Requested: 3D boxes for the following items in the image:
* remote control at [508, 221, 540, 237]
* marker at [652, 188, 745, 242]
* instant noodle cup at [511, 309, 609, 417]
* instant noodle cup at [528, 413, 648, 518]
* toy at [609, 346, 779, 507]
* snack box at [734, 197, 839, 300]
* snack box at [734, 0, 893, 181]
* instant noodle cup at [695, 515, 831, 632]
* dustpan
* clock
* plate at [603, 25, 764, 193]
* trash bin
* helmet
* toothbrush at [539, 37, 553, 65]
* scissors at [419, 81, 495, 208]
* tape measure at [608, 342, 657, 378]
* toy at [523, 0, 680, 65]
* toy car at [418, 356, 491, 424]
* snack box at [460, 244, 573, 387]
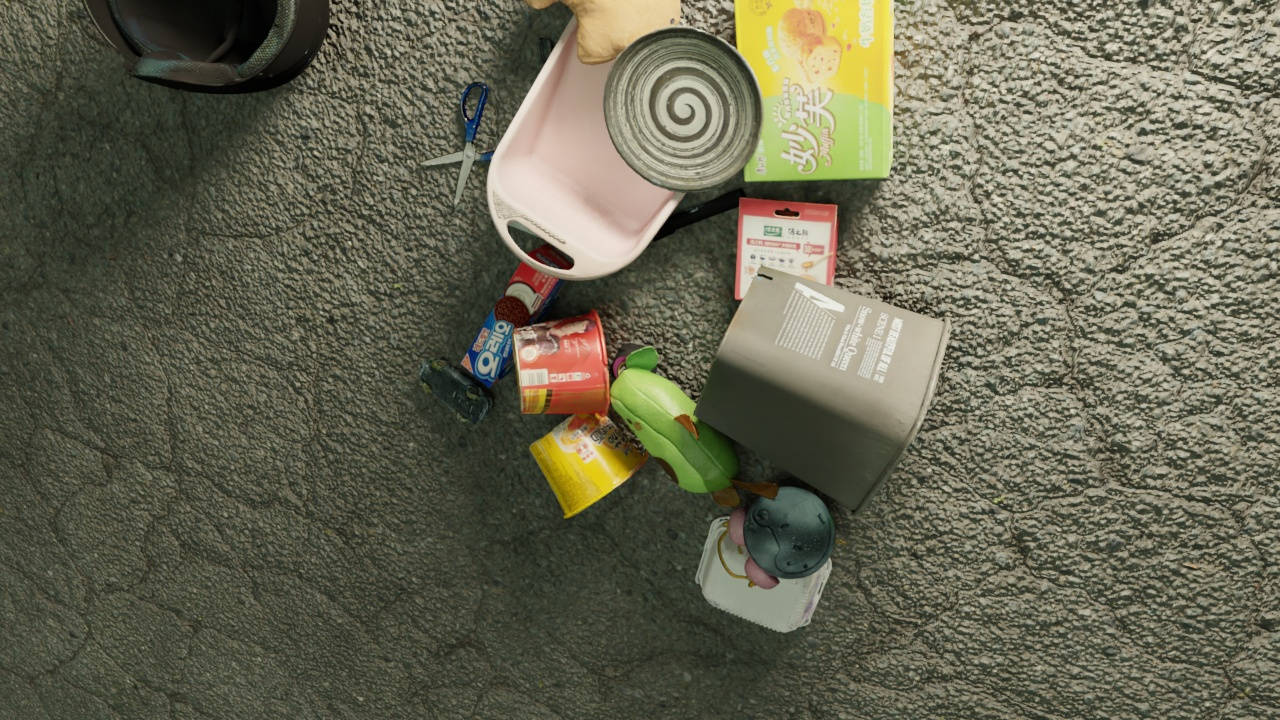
[{"bbox_3d":[-0.120,-0.183,1.168,0.136,0.020,0.056,22,120,9],"label":"remote control"},{"bbox_3d":[0.066,-0.174,1.104,0.132,0.020,0.022,-18,114,27],"label":"marker"},{"bbox_3d":[-0.103,0.007,1.162,0.108,0.138,0.138,-6,115,-10],"label":"instant noodle cup"},{"bbox_3d":[-0.076,0.129,1.237,0.138,0.137,0.110,-36,89,29],"label":"instant noodle cup"},{"bbox_3d":[0.054,0.099,1.148,0.246,0.089,0.227,45,164,-1],"label":"toy"},{"bbox_3d":[0.171,-0.130,1.071,0.113,0.044,0.127,9,117,17],"label":"snack box"},{"bbox_3d":[0.187,-0.299,0.973,0.158,0.069,0.210,2,114,19],"label":"snack box"},{"bbox_3d":[0.163,0.304,1.266,0.173,0.060,0.138,18,118,10],"label":"instant noodle cup"},{"bbox_3d":[-0.044,-0.232,1.040,0.222,0.138,0.274,31,119,1],"label":"dustpan"},{"bbox_3d":[0.176,0.231,1.194,0.158,0.060,0.117,-25,78,5],"label":"clock"},{"bbox_3d":[0.046,-0.268,0.988,0.179,0.024,0.180,9,122,15],"label":"plate"},{"bbox_3d":[0.196,0.020,1.024,0.220,0.198,0.199,25,140,7],"label":"trash bin"},{"bbox_3d":[-0.505,-0.432,1.076,0.275,0.229,0.234,18,104,10],"label":"helmet"},{"bbox_3d":[-0.090,-0.295,1.109,0.017,0.014,0.189,-5,113,28],"label":"toothbrush"},{"bbox_3d":[-0.208,-0.269,1.166,0.162,0.012,0.176,16,119,13],"label":"scissors"},{"bbox_3d":[-0.007,0.007,1.204,0.058,0.039,0.057,31,120,10],"label":"tape measure"},{"bbox_3d":[-0.021,-0.383,0.997,0.143,0.082,0.226,-43,95,11],"label":"toy"},{"bbox_3d":[-0.267,0.041,1.318,0.120,0.036,0.054,35,122,13],"label":"toy car"},{"bbox_3d":[-0.165,-0.056,1.222,0.058,0.057,0.208,39,121,3],"label":"snack box"}]
